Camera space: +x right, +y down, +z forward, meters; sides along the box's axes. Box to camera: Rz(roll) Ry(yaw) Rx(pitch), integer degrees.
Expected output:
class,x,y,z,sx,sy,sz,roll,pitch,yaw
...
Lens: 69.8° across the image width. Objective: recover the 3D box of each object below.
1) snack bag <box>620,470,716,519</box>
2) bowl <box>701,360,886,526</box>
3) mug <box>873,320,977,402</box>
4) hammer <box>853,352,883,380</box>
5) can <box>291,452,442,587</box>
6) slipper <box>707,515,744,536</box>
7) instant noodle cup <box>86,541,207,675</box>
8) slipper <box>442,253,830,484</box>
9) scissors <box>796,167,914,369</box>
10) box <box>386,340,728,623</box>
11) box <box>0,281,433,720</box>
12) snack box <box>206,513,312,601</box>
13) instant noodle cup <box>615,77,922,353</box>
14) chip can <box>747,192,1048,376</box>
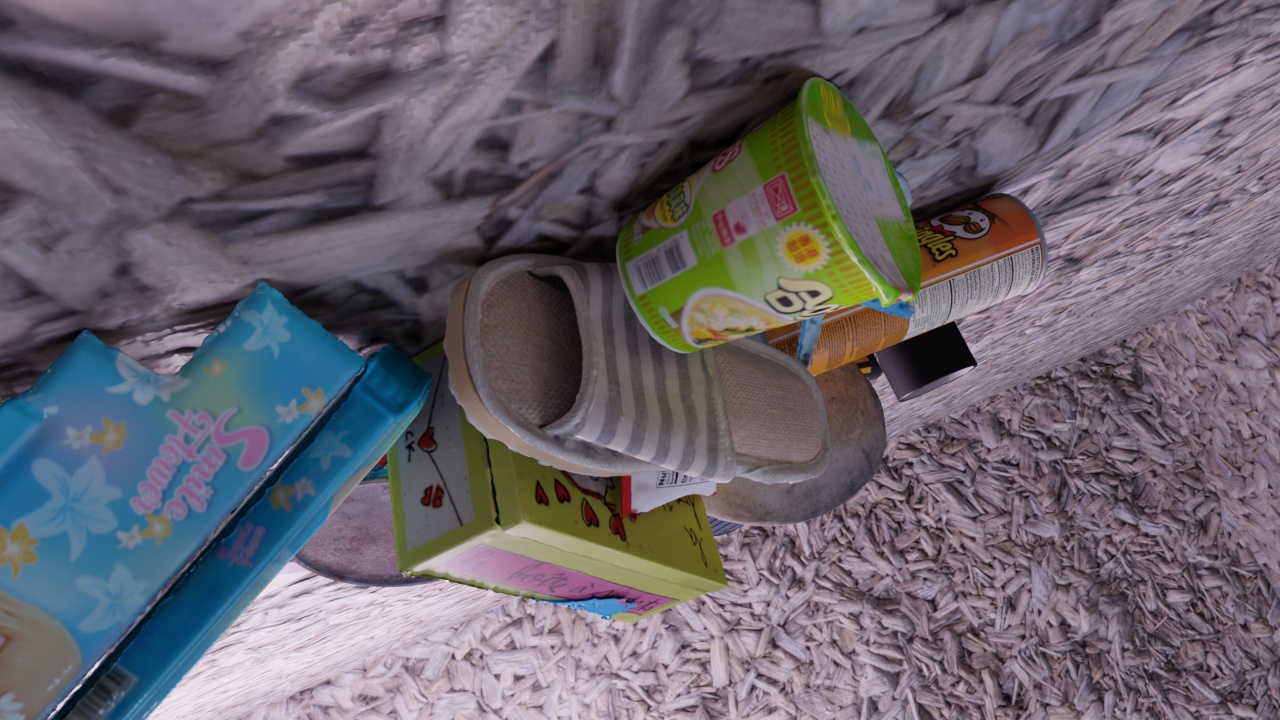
class,x,y,z,sx,sy,sz,roll,pitch,yaw
snack bag,0.022,0.022,0.550,0.039,0.130,0.144,-2,176,25
bowl,0.090,0.029,0.673,0.178,0.178,0.081,-21,132,-11
mug,0.267,-0.017,0.876,0.078,0.088,0.113,-31,164,26
hammer,0.143,0.024,0.945,0.319,0.036,0.124,-9,160,-40
can,-0.152,0.091,0.567,0.130,0.044,0.130,-5,141,-4
slipper,0.026,0.117,0.969,0.101,0.082,0.263,-37,138,25
instant noodle cup,-0.294,0.115,0.461,0.098,0.097,0.108,-28,158,16
slipper,0.022,0.011,0.467,0.054,0.114,0.272,-28,152,35
scissors,0.102,-0.052,0.536,0.139,0.011,0.134,6,123,-9
box,-0.040,0.074,0.533,0.083,0.124,0.221,-28,146,22
box,-0.191,0.076,0.380,0.227,0.086,0.169,-49,156,-2
snack box,-0.312,0.155,0.662,0.148,0.040,0.143,-27,166,11
instant noodle cup,0.052,-0.054,0.403,0.108,0.099,0.098,-23,169,34
chip can,0.164,-0.047,0.626,0.214,0.075,0.075,-20,166,-13
